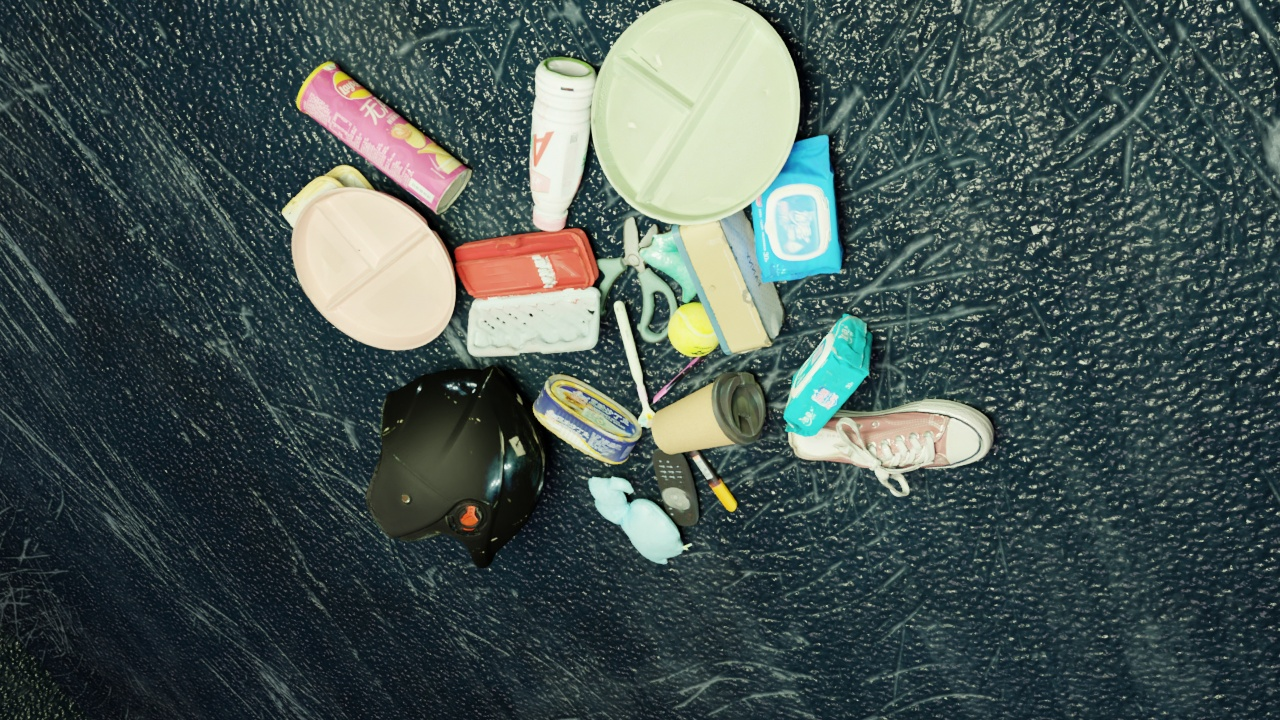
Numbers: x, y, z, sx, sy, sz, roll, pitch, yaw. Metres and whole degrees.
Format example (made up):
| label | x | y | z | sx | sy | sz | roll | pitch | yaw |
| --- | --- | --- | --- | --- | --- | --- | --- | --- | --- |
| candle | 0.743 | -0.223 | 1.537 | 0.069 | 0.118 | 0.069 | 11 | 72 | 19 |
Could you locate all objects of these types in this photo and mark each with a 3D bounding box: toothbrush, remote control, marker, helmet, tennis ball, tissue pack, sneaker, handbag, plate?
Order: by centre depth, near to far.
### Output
| label | x | y | z | sx | sy | sz | roll | pitch | yaw |
| --- | --- | --- | --- | --- | --- | --- | --- | --- | --- |
| plate | 0.055 | -0.257 | 0.954 | 0.230 | 0.027 | 0.230 | 4 | 100 | 24 |
| tissue pack | 0.166 | -0.159 | 0.987 | 0.095 | 0.052 | 0.157 | -7 | 118 | 10 |
| tissue pack | 0.215 | 0.019 | 1.063 | 0.050 | 0.093 | 0.134 | 30 | 126 | -2 |
| sneaker | 0.289 | 0.102 | 1.086 | 0.241 | 0.087 | 0.118 | -1 | 119 | 24 |
| tennis ball | 0.066 | -0.037 | 1.107 | 0.065 | 0.065 | 0.066 | 11 | 123 | 17 |
| toothbrush | 0.067 | 0.008 | 1.168 | 0.017 | 0.014 | 0.190 | 28 | 131 | -21 |
| toothbrush | -0.007 | 0.007 | 1.177 | 0.029 | 0.020 | 0.190 | -9 | 120 | 8 |
| plate | -0.340 | -0.117 | 1.180 | 0.230 | 0.028 | 0.230 | 8 | 123 | 13 |
| handbag | -0.404 | -0.154 | 1.230 | 0.179 | 0.063 | 0.163 | -28 | 108 | 28 |
| helmet | -0.236 | 0.139 | 1.243 | 0.230 | 0.233 | 0.275 | -33 | 104 | 4 |
| marker | 0.094 | 0.154 | 1.247 | 0.018 | 0.015 | 0.124 | -28 | 104 | 32 |
| remote control | 0.051 | 0.171 | 1.269 | 0.053 | 0.024 | 0.136 | 0 | 122 | 24 |

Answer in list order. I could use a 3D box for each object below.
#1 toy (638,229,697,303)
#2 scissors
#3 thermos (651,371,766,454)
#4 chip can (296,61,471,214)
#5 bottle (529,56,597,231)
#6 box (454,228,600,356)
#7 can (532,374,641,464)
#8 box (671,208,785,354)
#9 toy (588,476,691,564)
| label | x | y | z | sx | sy | sz | roll | pitch | yaw |
| --- | --- | --- | --- | --- | --- | --- | --- | --- | --- |
| toy | 0.045 | -0.121 | 1.079 | 0.092 | 0.030 | 0.097 | 27 | 122 | -15 |
| scissors | -0.027 | -0.101 | 1.137 | 0.172 | 0.019 | 0.177 | 4 | 123 | 22 |
| thermos | 0.085 | 0.072 | 1.159 | 0.144 | 0.092 | 0.093 | -22 | 110 | 41 |
| chip can | -0.311 | -0.270 | 1.119 | 0.210 | 0.071 | 0.072 | 38 | 127 | -3 |
| bottle | -0.094 | -0.241 | 1.050 | 0.068 | 0.068 | 0.197 | 20 | 128 | 10 |
| box | -0.142 | -0.084 | 1.159 | 0.201 | 0.063 | 0.160 | -3 | 100 | 30 |
| can | -0.071 | 0.078 | 1.232 | 0.148 | 0.074 | 0.049 | 32 | 124 | 3 |
| box | 0.100 | -0.102 | 1.040 | 0.063 | 0.089 | 0.184 | -16 | 110 | 30 |
| toy | 0.000 | 0.229 | 1.308 | 0.156 | 0.049 | 0.162 | 19 | 138 | 28 |
